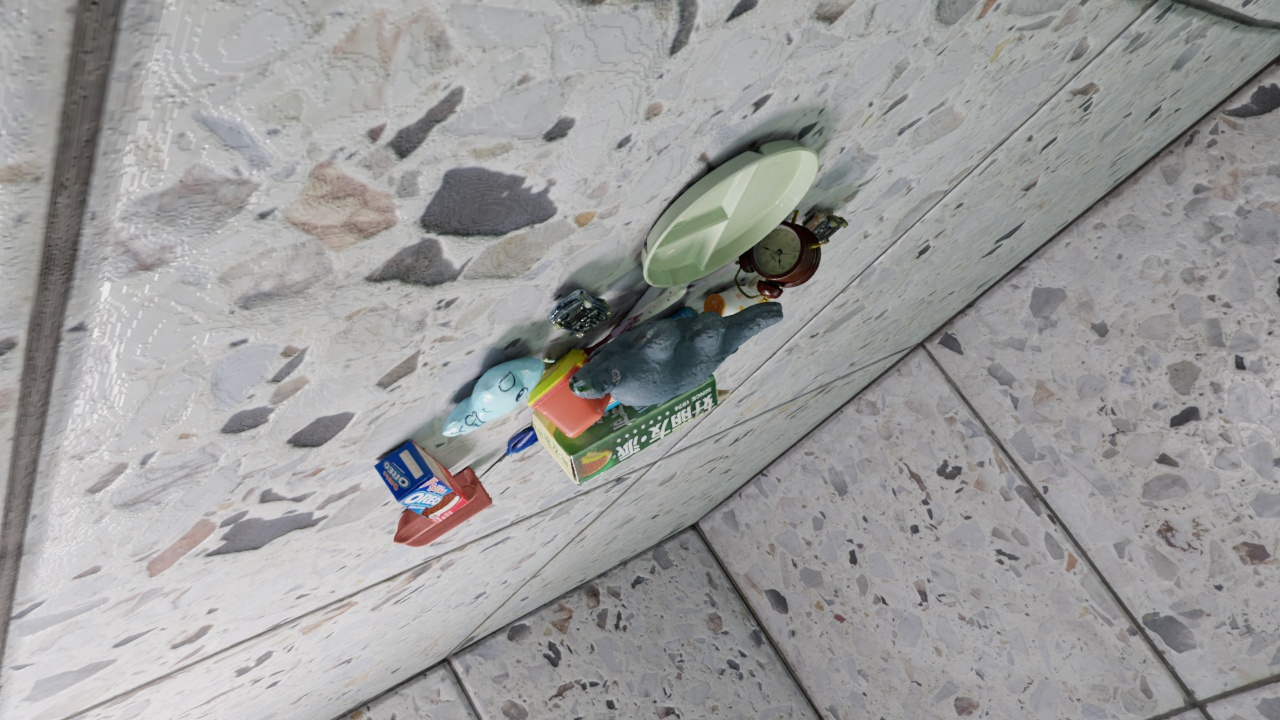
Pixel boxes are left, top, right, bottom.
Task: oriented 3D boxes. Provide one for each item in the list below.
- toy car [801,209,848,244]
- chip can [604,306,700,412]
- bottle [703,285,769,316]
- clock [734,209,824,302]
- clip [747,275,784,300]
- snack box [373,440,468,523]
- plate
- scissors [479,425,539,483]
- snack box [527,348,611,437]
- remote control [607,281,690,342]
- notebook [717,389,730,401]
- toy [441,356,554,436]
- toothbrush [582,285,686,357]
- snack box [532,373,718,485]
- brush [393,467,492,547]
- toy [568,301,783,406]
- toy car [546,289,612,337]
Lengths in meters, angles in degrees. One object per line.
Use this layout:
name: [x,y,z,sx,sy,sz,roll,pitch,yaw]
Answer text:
toy car: [0.247,-0.182,1.233,0.042,0.035,0.090,-40,164,26]
chip can: [-0.007,0.007,1.221,0.210,0.071,0.071,-30,164,-14]
bottle: [0.133,-0.073,1.282,0.108,0.063,0.063,-1,145,-50]
clock: [0.172,-0.127,1.160,0.122,0.082,0.055,-41,159,21]
clip: [0.168,-0.093,1.351,0.070,0.034,0.100,-19,164,-45]
snack box: [-0.274,0.157,1.165,0.057,0.058,0.208,-34,165,-9]
plate: [0.095,-0.160,1.007,0.230,0.027,0.230,-31,165,-9]
scissors: [-0.189,0.139,1.371,0.126,0.012,0.174,-25,164,-28]
snack box: [-0.081,0.040,1.112,0.082,0.080,0.091,-40,-172,20]
remote control: [0.009,-0.062,1.142,0.055,0.020,0.136,-20,159,-44]
notebook: [0.017,0.070,1.416,0.150,0.012,0.210,4,-165,42]
toy: [-0.163,0.039,1.049,0.156,0.050,0.161,-36,175,2]
toothbrush: [-0.014,-0.043,1.118,0.188,0.016,0.017,-32,176,31]
snack box: [-0.020,0.067,1.274,0.239,0.114,0.063,-28,134,-19]
brush: [-0.287,0.217,1.311,0.146,0.063,0.069,-33,176,5]
toy: [0.030,-0.003,1.116,0.355,0.091,0.138,-19,167,-42]
toy car: [-0.067,-0.054,0.993,0.049,0.031,0.105,-38,166,11]
